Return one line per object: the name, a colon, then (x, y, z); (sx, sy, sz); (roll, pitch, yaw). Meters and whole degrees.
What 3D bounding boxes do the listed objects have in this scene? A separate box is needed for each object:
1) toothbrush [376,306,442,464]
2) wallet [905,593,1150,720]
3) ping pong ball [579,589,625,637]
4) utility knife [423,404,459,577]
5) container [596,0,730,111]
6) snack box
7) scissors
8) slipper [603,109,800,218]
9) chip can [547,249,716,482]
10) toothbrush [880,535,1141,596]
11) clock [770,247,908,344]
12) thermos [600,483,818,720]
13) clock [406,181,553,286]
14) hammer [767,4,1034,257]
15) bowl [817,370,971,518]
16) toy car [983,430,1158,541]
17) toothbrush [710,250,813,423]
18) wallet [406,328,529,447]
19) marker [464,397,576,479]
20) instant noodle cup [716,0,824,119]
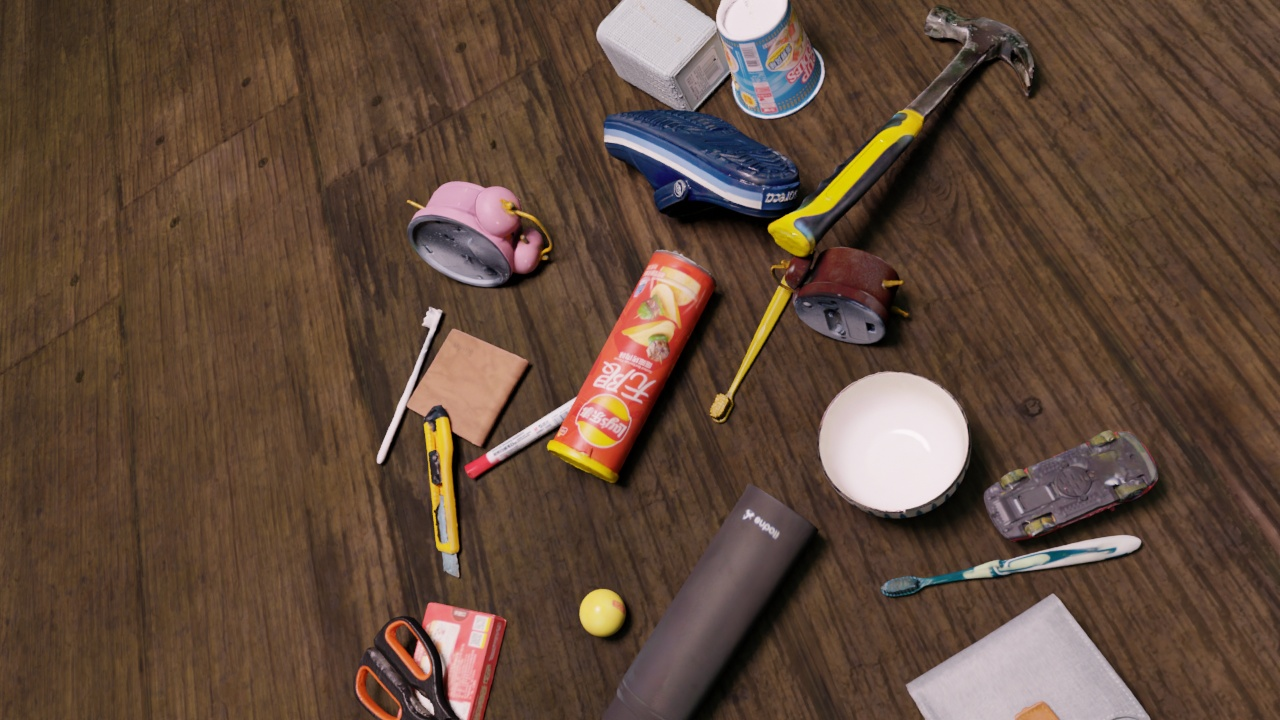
toothbrush: (-0.251, 0.025, 0.989); (0.016, 0.016, 0.180); (20, 75, -9)
wallet: (0.273, 0.246, 0.653); (0.130, 0.037, 0.106); (-35, 58, 7)
ping pong ball: (-0.033, 0.219, 0.796); (0.040, 0.040, 0.040); (-9, 65, 20)
utility knife: (-0.196, 0.128, 0.912); (0.033, 0.015, 0.176); (-22, 68, 30)
container: (0.030, -0.331, 0.979); (0.090, 0.090, 0.111); (-46, 61, 0)
snack box: (-0.176, 0.303, 0.832); (0.075, 0.025, 0.152); (3, 69, 26)
scissors: (-0.176, 0.329, 0.796); (0.139, 0.021, 0.235); (-38, 62, 14)
slipper: (0.059, -0.184, 0.904); (0.253, 0.105, 0.095); (36, 127, 45)
chip can: (-0.005, 0.005, 0.859); (0.073, 0.073, 0.216); (23, 78, 30)
toothbrush: (0.278, 0.157, 0.700); (0.192, 0.018, 0.016); (-16, 64, 17)
clock: (0.170, -0.059, 0.804); (0.122, 0.082, 0.055); (16, 71, 27)
thermos: (0.060, 0.225, 0.743); (0.090, 0.068, 0.242); (32, 85, 15)
clock: (-0.165, -0.134, 0.965); (0.159, 0.117, 0.059); (6, 59, 27)
hammer: (0.235, -0.206, 0.823); (0.126, 0.032, 0.322); (33, 68, 30)
bowl: (0.206, 0.074, 0.739); (0.117, 0.066, 0.116); (-9, 65, 19)
toy car: (0.322, 0.096, 0.690); (0.121, 0.045, 0.053); (-27, 62, 17)
toothbrush: (0.113, -0.027, 0.852); (0.016, 0.016, 0.190); (24, 79, 29)
wallet: (-0.182, 0.026, 0.959); (0.115, 0.020, 0.101); (22, 78, 32)
marker: (-0.110, 0.074, 0.907); (0.145, 0.017, 0.017); (-32, 59, 8)
instant noodle cup: (0.124, -0.313, 0.916); (0.099, 0.110, 0.099); (-9, 66, 20)
